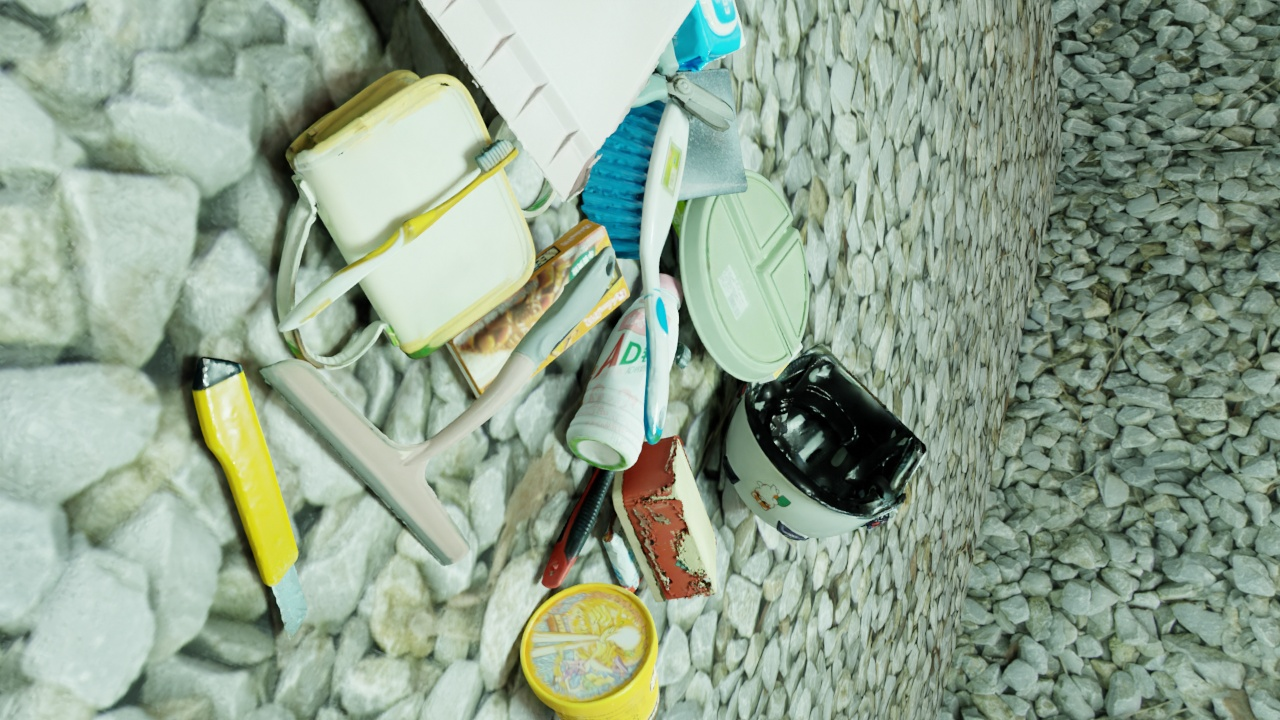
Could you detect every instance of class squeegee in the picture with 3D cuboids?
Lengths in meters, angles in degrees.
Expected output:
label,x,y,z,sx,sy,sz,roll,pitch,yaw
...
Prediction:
label,x,y,z,sx,sy,sz,roll,pitch,yaw
squeegee,-0.094,0.005,0.648,0.249,0.040,0.248,-46,140,-18

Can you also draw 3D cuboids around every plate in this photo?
label,x,y,z,sx,sy,sz,roll,pitch,yaw
plate,0.117,-0.093,0.963,0.229,0.028,0.230,11,75,-50

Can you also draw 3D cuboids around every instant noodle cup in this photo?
label,x,y,z,sx,sy,sz,roll,pitch,yaw
instant noodle cup,-0.036,0.281,0.822,0.118,0.119,0.115,-55,146,-37

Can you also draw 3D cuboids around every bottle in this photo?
label,x,y,z,sx,sy,sz,roll,pitch,yaw
bottle,-0.005,0.005,0.860,0.068,0.068,0.196,58,45,-46

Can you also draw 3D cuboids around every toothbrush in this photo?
label,x,y,z,sx,sy,sz,roll,pitch,yaw
toothbrush,-0.147,-0.080,0.564,0.191,0.016,0.018,-43,123,-22

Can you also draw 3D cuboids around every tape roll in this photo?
label,x,y,z,sx,sy,sz,roll,pitch,yaw
tape roll,-0.094,-0.157,0.730,0.085,0.014,0.086,-18,111,-56

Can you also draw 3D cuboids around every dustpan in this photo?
label,x,y,z,sx,sy,sz,roll,pitch,yaw
dustpan,-0.076,-0.277,0.662,0.272,0.139,0.222,-51,128,-22

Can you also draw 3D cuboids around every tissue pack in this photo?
label,x,y,z,sx,sy,sz,roll,pitch,yaw
tissue pack,0.045,-0.342,0.853,0.089,0.063,0.140,-37,114,-50

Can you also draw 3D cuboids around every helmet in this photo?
label,x,y,z,sx,sy,sz,roll,pitch,yaw
helmet,0.199,0.118,1.107,0.273,0.230,0.157,-34,163,-48

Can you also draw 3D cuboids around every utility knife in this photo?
label,x,y,z,sx,sy,sz,roll,pitch,yaw
utility knife,-0.232,0.086,0.552,0.033,0.015,0.195,-33,124,-47

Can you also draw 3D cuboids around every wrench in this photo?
label,x,y,z,sx,sy,sz,roll,pitch,yaw
wrench,-0.024,0.092,0.866,0.016,0.056,0.272,42,62,-26

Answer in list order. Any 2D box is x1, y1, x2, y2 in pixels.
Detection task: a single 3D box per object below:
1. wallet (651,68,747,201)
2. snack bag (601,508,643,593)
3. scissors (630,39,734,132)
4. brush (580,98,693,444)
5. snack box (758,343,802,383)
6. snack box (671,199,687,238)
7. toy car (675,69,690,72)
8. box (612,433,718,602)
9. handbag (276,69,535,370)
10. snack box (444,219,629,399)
label,x,y,z,sx,sy,sz,roll,pitch,yaw
wallet,0.055,-0.216,0.879,0.097,0.019,0.121,-14,100,-32
snack bag,-0.017,0.193,0.912,0.048,0.026,0.104,-67,147,-48
scissors,0.015,-0.266,0.793,0.185,0.019,0.132,11,71,-23
brush,-0.004,-0.089,0.799,0.060,0.110,0.314,26,74,-63
snack box,0.127,-0.061,1.045,0.084,0.027,0.157,-42,107,-48
snack box,0.067,-0.149,0.952,0.085,0.026,0.156,-49,122,-44
toy car,0.047,-0.249,0.907,0.042,0.034,0.090,-42,115,-45
box,0.035,0.160,0.915,0.091,0.080,0.168,-84,159,-50
handbag,-0.168,-0.081,0.595,0.178,0.063,0.163,-43,132,-27
snack box,-0.080,-0.038,0.719,0.153,0.026,0.075,-41,133,-21
